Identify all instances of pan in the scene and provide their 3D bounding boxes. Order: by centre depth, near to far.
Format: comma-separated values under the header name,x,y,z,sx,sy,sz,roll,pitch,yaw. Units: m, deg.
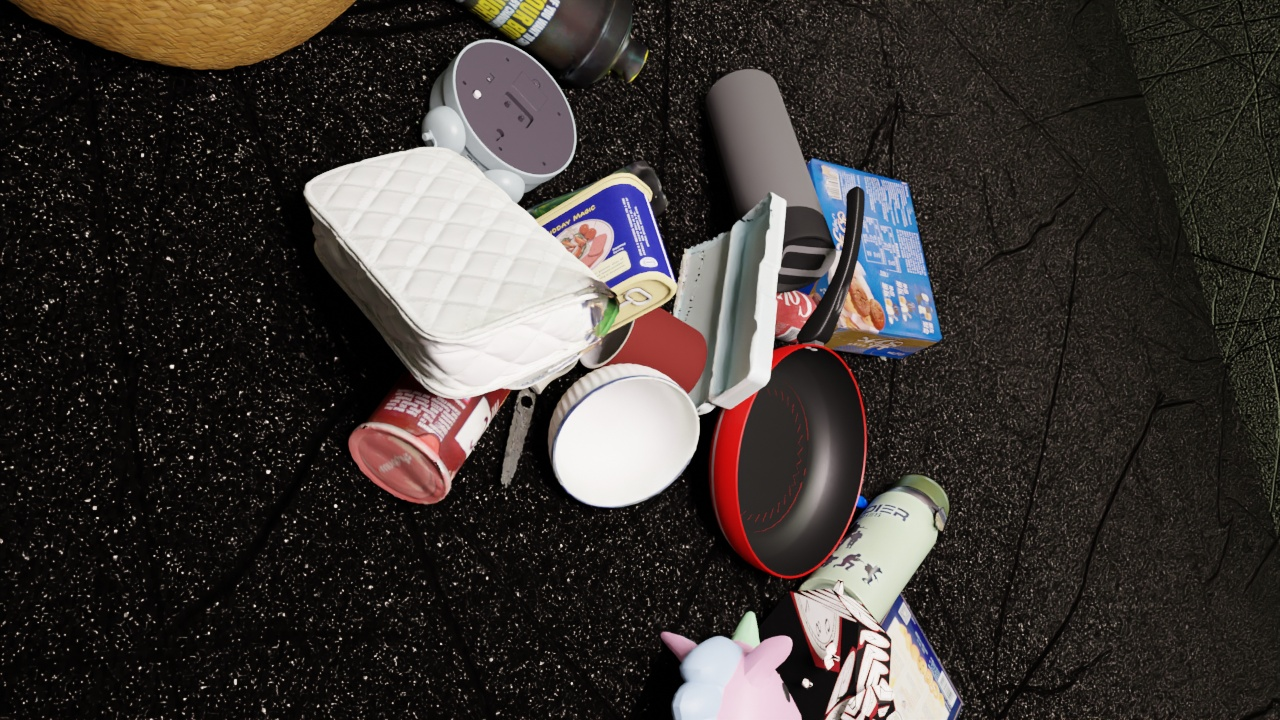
name,x,y,z,sx,sy,sz,roll,pitch,yaw
pan,0.150,0.017,0.837,0.208,0.067,0.356,14,84,-47

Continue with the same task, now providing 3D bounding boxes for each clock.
name,x,y,z,sx,sy,sz,roll,pitch,yaw
clock,-0.118,-0.191,0.754,0.122,0.045,0.158,44,48,-22
clock,0.149,0.264,0.759,0.065,0.115,0.154,29,36,-33

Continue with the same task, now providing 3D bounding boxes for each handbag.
name,x,y,z,sx,sy,sz,roll,pitch,yaw
handbag,-0.123,-0.062,0.608,0.138,0.073,0.195,-24,54,-32

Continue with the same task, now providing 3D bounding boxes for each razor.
name,x,y,z,sx,sy,sz,roll,pitch,yaw
razor,-0.039,-0.136,0.795,0.151,0.067,0.054,-24,84,-40

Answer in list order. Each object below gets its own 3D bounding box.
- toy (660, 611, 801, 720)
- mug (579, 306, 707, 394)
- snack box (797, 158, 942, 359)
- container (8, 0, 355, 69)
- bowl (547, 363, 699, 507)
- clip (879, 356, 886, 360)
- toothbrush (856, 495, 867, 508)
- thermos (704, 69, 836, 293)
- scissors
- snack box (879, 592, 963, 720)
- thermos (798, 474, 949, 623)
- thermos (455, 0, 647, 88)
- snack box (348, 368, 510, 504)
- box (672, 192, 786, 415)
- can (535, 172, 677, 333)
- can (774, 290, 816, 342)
name,x,y,z,sx,sy,sz,roll,pitch,yaw
toy,0.053,0.303,0.663,0.221,0.120,0.171,-37,109,-48
mug,-0.005,0.004,0.769,0.082,0.073,0.105,29,82,-34
snack box,0.248,-0.113,1.048,0.154,0.069,0.202,6,68,-31
container,-0.286,-0.333,0.538,0.306,0.197,0.306,22,57,-39
bowl,-0.020,0.049,0.713,0.118,0.118,0.062,30,14,-33
clip,0.298,-0.058,1.116,0.058,0.050,0.101,40,46,-43
toothbrush,0.178,0.121,0.930,0.182,0.018,0.016,27,55,-35
thermos,0.128,-0.185,0.930,0.082,0.082,0.240,21,45,-38
scissors,-0.095,0.016,0.707,0.121,0.013,0.170,52,45,-10
snack box,0.243,0.322,0.887,0.144,0.043,0.144,-36,99,-47
thermos,0.244,0.190,0.917,0.230,0.083,0.082,-30,94,-48
thermos,-0.099,-0.322,0.803,0.220,0.098,0.098,24,56,-29
snack box,-0.133,0.029,0.620,0.072,0.072,0.121,47,45,-20
box,0.074,-0.044,0.811,0.040,0.135,0.196,26,55,-23
can,-0.035,-0.075,0.718,0.056,0.116,0.092,26,42,-57
can,0.133,-0.052,0.937,0.096,0.054,0.054,14,63,-41
